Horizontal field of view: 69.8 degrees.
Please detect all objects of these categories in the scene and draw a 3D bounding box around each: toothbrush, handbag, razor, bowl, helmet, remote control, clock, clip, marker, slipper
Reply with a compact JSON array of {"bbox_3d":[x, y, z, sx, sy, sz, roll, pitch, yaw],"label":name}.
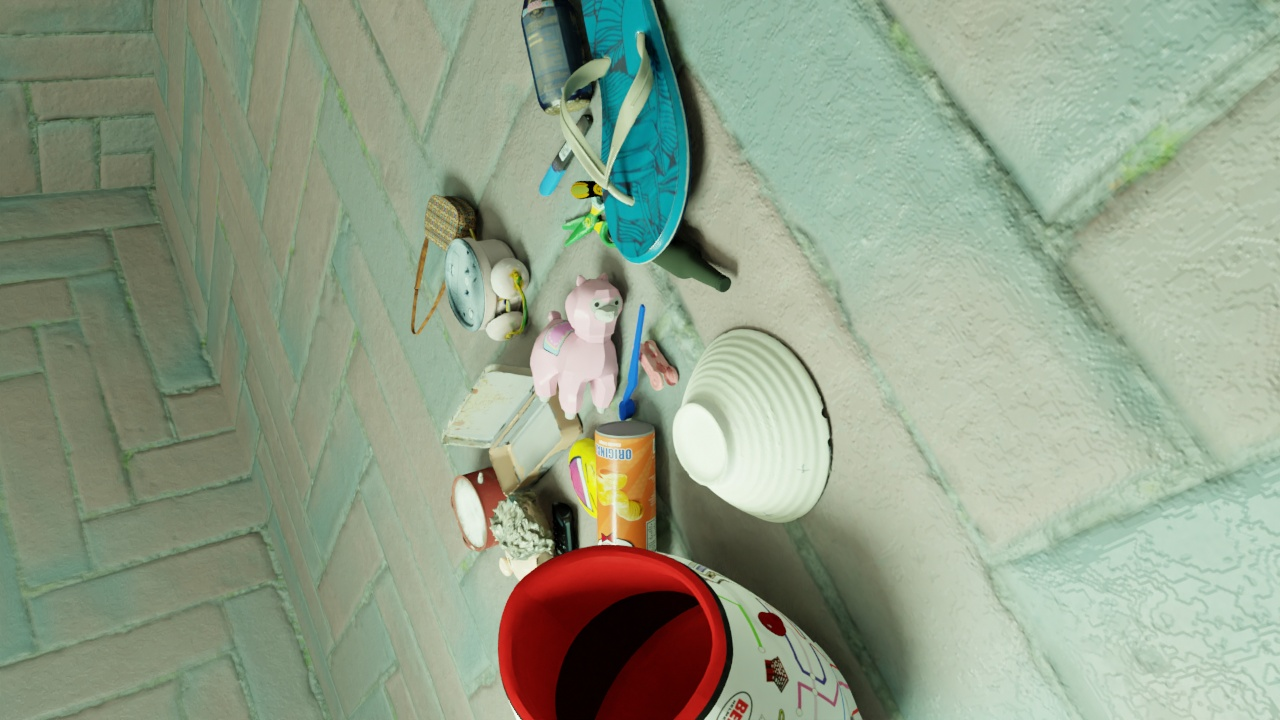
[{"bbox_3d":[-0.005,0.005,0.919,0.016,0.011,0.187,56,154,29],"label":"toothbrush"},{"bbox_3d":[-0.269,-0.123,1.232,0.093,0.043,0.196,35,112,43],"label":"handbag"},{"bbox_3d":[-0.018,-0.170,0.894,0.144,0.021,0.044,6,106,44],"label":"razor"},{"bbox_3d":[0.078,0.065,0.804,0.177,0.070,0.177,26,122,50],"label":"bowl"},{"bbox_3d":[0.039,0.307,0.802,0.315,0.230,0.236,13,148,47],"label":"helmet"},{"bbox_3d":[-0.093,0.248,1.160,0.045,0.021,0.141,-139,43,-56],"label":"remote control"},{"bbox_3d":[-0.187,-0.090,1.143,0.158,0.058,0.117,40,133,42],"label":"clock"},{"bbox_3d":[0.009,0.006,0.912,0.059,0.039,0.023,60,150,30],"label":"clip"},{"bbox_3d":[-0.080,-0.219,0.984,0.018,0.015,0.123,61,141,16],"label":"marker"},{"bbox_3d":[-0.019,-0.236,0.826,0.118,0.060,0.295,-13,85,44],"label":"slipper"},{"bbox_3d":[-0.221,0.213,1.298,0.157,0.061,0.110,-40,69,54],"label":"clock"}]

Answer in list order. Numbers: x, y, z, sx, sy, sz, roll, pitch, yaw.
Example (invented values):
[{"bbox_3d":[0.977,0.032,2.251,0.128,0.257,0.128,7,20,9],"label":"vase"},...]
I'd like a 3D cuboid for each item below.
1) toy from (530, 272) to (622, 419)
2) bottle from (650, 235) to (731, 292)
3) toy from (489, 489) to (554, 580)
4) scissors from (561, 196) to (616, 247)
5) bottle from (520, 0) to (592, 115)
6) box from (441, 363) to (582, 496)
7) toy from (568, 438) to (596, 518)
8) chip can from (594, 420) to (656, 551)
[{"bbox_3d":[-0.066,-0.020,0.989,0.123,0.067,0.158,29,120,49],"label":"toy"},{"bbox_3d":[0.038,-0.092,0.840,0.123,0.033,0.033,37,130,43],"label":"bottle"},{"bbox_3d":[-0.146,0.243,1.171,0.132,0.076,0.176,-123,17,-60],"label":"toy"},{"bbox_3d":[-0.055,-0.156,0.970,0.132,0.013,0.078,6,104,54],"label":"scissors"},{"bbox_3d":[-0.090,-0.330,0.920,0.056,0.056,0.161,-10,93,56],"label":"bottle"},{"bbox_3d":[-0.170,0.092,1.152,0.121,0.094,0.218,62,144,15],"label":"box"},{"bbox_3d":[-0.052,0.135,1.044,0.094,0.041,0.095,5,108,59],"label":"toy"},{"bbox_3d":[-0.015,0.173,0.970,0.062,0.062,0.210,15,110,53],"label":"chip can"}]
